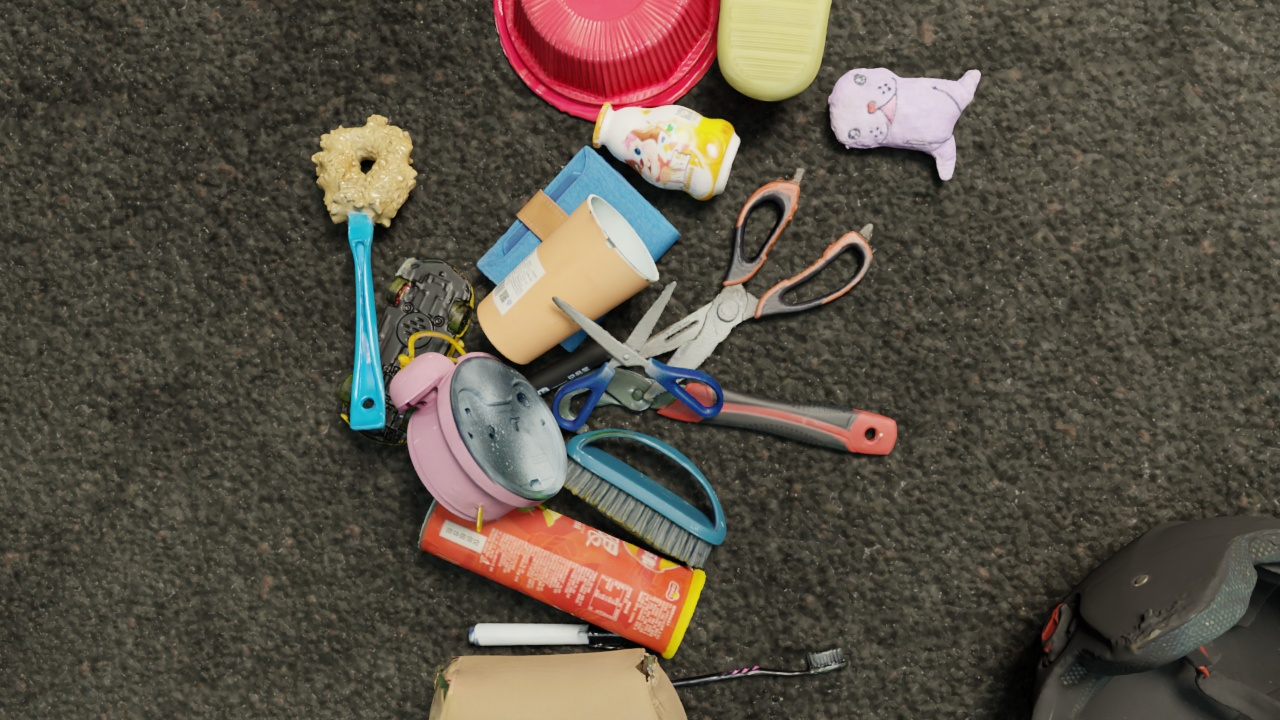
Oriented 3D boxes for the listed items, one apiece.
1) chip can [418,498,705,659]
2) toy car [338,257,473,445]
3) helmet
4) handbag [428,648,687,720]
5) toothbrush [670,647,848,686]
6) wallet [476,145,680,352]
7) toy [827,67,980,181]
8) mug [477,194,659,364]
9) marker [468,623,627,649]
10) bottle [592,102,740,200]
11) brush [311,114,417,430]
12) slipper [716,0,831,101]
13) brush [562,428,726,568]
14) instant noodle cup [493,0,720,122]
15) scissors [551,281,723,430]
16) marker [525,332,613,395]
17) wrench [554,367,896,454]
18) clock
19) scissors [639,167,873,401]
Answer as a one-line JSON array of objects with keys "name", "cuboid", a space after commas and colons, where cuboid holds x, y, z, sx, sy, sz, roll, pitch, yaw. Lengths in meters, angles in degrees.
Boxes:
[{"name": "chip can", "cuboid": [-0.062, 0.158, 0.716, 0.216, 0.073, 0.073, 22, 93, 3]}, {"name": "toy car", "cuboid": [-0.183, -0.006, 0.736, 0.071, 0.041, 0.155, 22, 87, 4]}, {"name": "helmet", "cuboid": [0.388, 0.229, 0.607, 0.233, 0.230, 0.275, 45, 104, 11]}, {"name": "handbag", "cuboid": [-0.065, 0.292, 0.695, 0.204, 0.099, 0.148, -4, 116, 5]}, {"name": "toothbrush", "cuboid": [0.071, 0.251, 0.738, 0.189, 0.014, 0.017, -9, 81, 5]}, {"name": "wallet", "cuboid": [-0.049, -0.088, 0.727, 0.106, 0.040, 0.133, 44, 94, -2]}, {"name": "toy", "cuboid": [0.197, -0.187, 0.705, 0.108, 0.039, 0.084, 10, 101, 3]}, {"name": "mug", "cuboid": [-0.058, -0.054, 0.677, 0.123, 0.078, 0.078, -36, 89, 17]}, {"name": "marker", "cuboid": [-0.075, 0.225, 0.746, 0.131, 0.018, 0.022, -2, 100, 4]}, {"name": "bottle", "cuboid": [0.019, -0.165, 0.706, 0.108, 0.063, 0.063, 19, 93, 3]}, {"name": "brush", "cuboid": [-0.212, -0.071, 0.710, 0.083, 0.046, 0.254, -3, 77, -6]}, {"name": "slipper", "cuboid": [0.099, -0.271, 0.688, 0.091, 0.082, 0.190, 10, 74, 0]}, {"name": "brush", "cuboid": [0.006, 0.099, 0.717, 0.144, 0.055, 0.073, 31, 94, 3]}, {"name": "instant noodle cup", "cuboid": [-0.024, -0.288, 0.706, 0.194, 0.066, 0.194, 0, 92, 3]}, {"name": "scissors", "cuboid": [-0.005, 0.004, 0.683, 0.162, 0.012, 0.173, 20, 132, -18]}, {"name": "marker", "cuboid": [-0.077, 0.014, 0.731, 0.132, 0.020, 0.022, -27, 89, 13]}, {"name": "wrench", "cuboid": [0.066, 0.042, 0.731, 0.273, 0.016, 0.056, 6, 95, 5]}, {"name": "clock", "cuboid": [-0.122, 0.044, 0.674, 0.060, 0.117, 0.158, -32, 78, 24]}, {"name": "scissors", "cuboid": [0.080, -0.059, 0.723, 0.196, 0.015, 0.215, 7, 89, 2]}]
